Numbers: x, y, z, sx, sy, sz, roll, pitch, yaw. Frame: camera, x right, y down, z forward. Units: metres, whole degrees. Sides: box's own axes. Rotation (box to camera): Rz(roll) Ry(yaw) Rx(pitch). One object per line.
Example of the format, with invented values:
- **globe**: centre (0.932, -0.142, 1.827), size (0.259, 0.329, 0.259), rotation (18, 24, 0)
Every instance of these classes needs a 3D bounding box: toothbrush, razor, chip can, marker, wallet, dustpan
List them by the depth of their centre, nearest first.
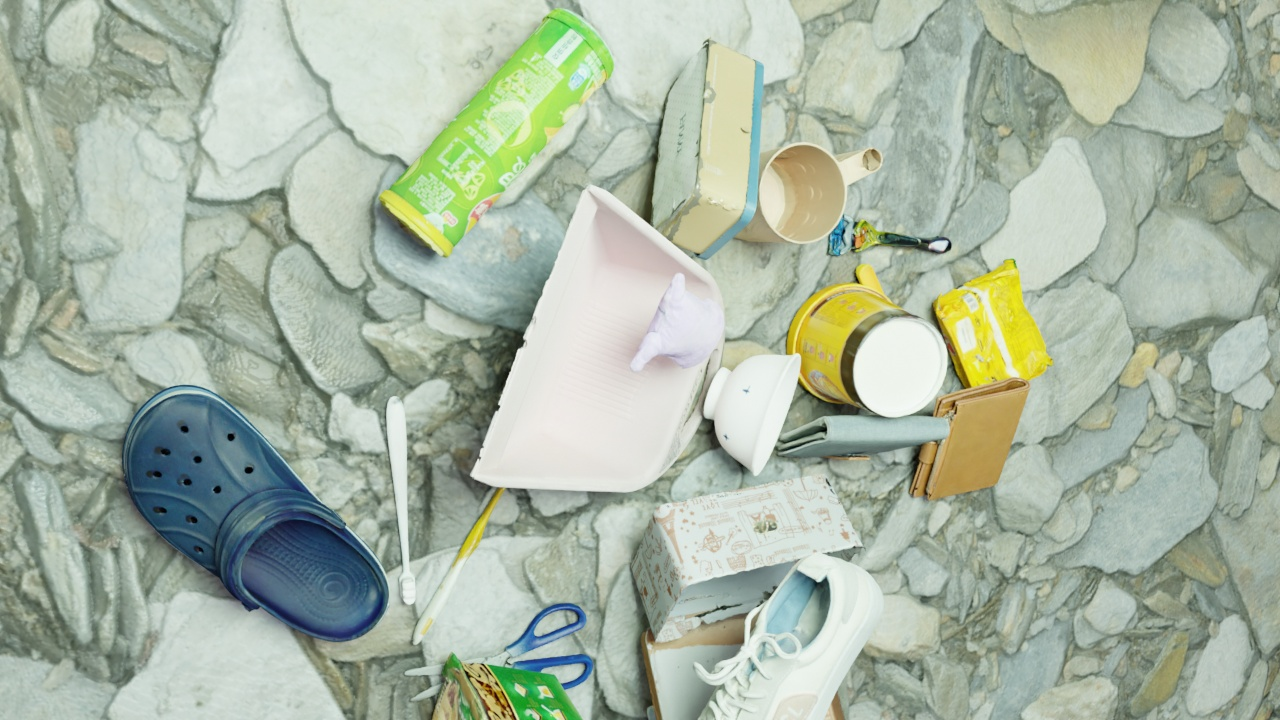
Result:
- **dustpan**: centre (-0.004, 0.004, 0.737), size (0.139, 0.273, 0.222), rotation (21, 92, 4)
- **chip can**: centre (-0.112, -0.185, 0.741), size (0.072, 0.072, 0.221), rotation (43, 82, -20)
- **toothbrush**: centre (-0.202, 0.119, 0.777), size (0.016, 0.016, 0.180), rotation (-5, 98, -22)
- **toothbrush**: centre (-0.147, 0.165, 0.804), size (0.018, 0.016, 0.191), rotation (32, 85, -29)
- **wallet**: centre (0.209, 0.077, 0.876), size (0.129, 0.107, 0.037), rotation (1, 75, -20)
- **razor**: centre (0.252, -0.119, 0.910), size (0.142, 0.022, 0.043), rotation (3, 98, -21)
- **marker**: centre (0.245, -0.042, 0.921), size (0.018, 0.015, 0.124), rotation (-33, 109, -12)
- **wallet**: centre (0.335, 0.083, 0.936), size (0.107, 0.031, 0.132), rotation (-11, 127, -18)

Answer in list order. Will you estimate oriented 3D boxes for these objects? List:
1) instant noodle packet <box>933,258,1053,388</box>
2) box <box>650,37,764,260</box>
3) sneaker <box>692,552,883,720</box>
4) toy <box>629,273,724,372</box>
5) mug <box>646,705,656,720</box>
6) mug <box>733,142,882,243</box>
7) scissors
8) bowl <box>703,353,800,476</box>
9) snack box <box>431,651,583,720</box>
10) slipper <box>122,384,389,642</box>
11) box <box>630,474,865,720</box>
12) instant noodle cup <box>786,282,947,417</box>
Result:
- **instant noodle packet**: centre (0.361, -0.028, 0.949), size (0.110, 0.044, 0.128), rotation (-28, 103, -13)
- **box**: centre (0.055, -0.171, 0.762), size (0.059, 0.090, 0.184), rotation (16, 64, -22)
- **sneaker**: centre (0.097, 0.258, 0.725), size (0.090, 0.089, 0.242), rotation (34, 90, -43)
- **toy**: centre (0.035, -0.022, 0.738), size (0.084, 0.039, 0.108), rotation (-61, 155, 8)
- **mug**: centre (0.078, 0.339, 0.879), size (0.122, 0.078, 0.078), rotation (-22, 104, -20)
- **mug**: centre (0.136, -0.155, 0.818), size (0.124, 0.103, 0.084), rotation (-28, 106, -15)
- **scissors**: centre (-0.121, 0.281, 0.831), size (0.171, 0.012, 0.141), rotation (-41, 108, -9)
- **bowl**: centre (0.097, 0.039, 0.842), size (0.065, 0.118, 0.118), rotation (21, 89, 17)
- **snack box**: centre (-0.113, 0.328, 0.788), size (0.105, 0.117, 0.118), rotation (9, 108, -34)
- **slipper**: centre (-0.295, 0.134, 0.706), size (0.105, 0.095, 0.253), rotation (-43, 112, -13)
- **box**: centre (0.103, 0.228, 0.808), size (0.180, 0.157, 0.226), rotation (-5, 67, -20)
- **instant noodle cup**: centre (0.213, -0.007, 0.852), size (0.118, 0.114, 0.118), rotation (-3, 103, -14)
